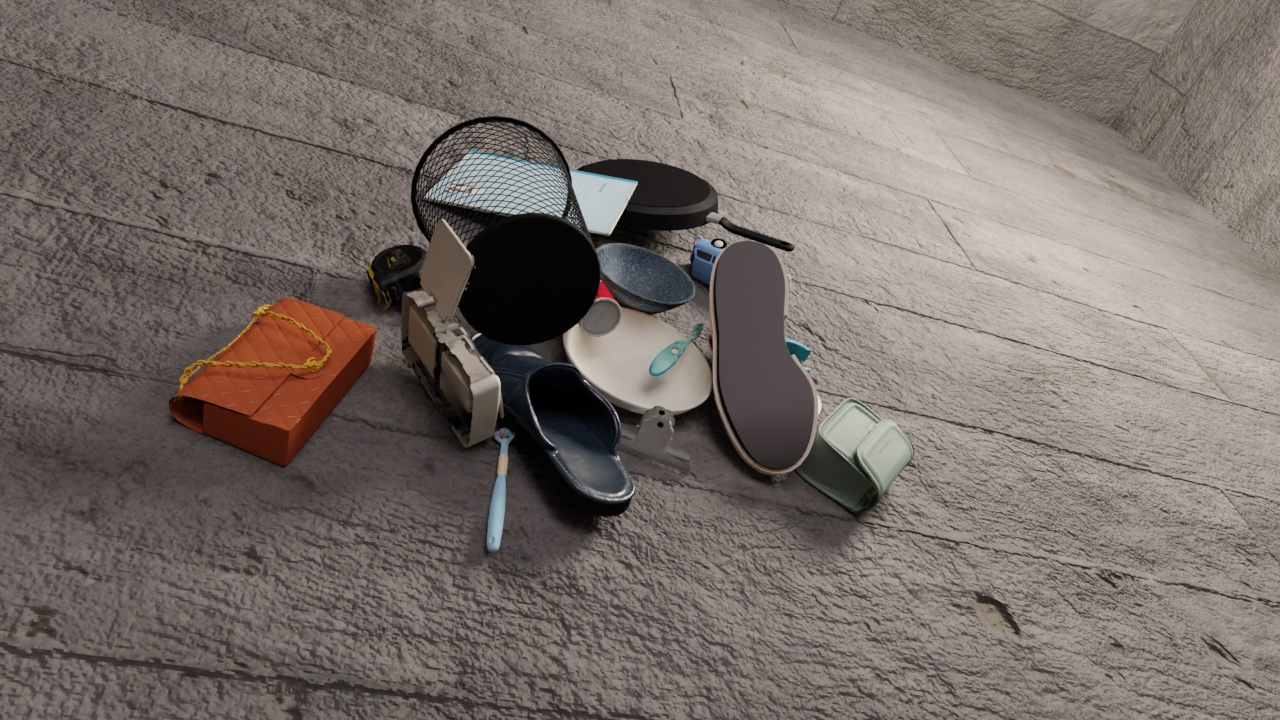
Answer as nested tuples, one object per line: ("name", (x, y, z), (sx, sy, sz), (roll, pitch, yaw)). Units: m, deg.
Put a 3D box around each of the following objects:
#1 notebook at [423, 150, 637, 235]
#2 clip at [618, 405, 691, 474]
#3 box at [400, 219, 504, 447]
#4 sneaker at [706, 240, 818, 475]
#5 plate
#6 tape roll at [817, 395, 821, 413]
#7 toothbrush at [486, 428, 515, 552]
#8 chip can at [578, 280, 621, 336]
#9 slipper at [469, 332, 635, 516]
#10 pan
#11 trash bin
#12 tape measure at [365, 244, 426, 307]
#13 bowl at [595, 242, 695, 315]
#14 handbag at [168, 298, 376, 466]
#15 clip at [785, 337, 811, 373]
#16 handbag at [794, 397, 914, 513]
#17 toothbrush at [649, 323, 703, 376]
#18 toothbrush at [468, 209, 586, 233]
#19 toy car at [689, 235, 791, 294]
("notebook", (-0.145, -0.234, 1.260), (0.253, 0.009, 0.180), (11, 34, 6))
("clip", (0.014, 0.073, 0.969), (0.102, 0.060, 0.052), (21, 15, -6))
("box", (-0.171, -0.024, 0.856), (0.044, 0.185, 0.143), (-23, 61, -31))
("sneaker", (0.131, 0.009, 1.092), (0.111, 0.117, 0.293), (-7, 63, -4))
("plate", (-0.006, 0.006, 1.057), (0.182, 0.034, 0.182), (17, 35, -12))
("tape roll", (0.181, 0.044, 1.143), (0.093, 0.013, 0.092), (17, 35, -13))
("toothbrush", (-0.130, 0.117, 0.850), (0.022, 0.016, 0.154), (-4, 38, 0))
("chip can", (-0.084, -0.104, 1.093), (0.051, 0.052, 0.214), (4, 31, -28))
("slipper", (-0.082, 0.036, 0.913), (0.108, 0.084, 0.265), (2, 35, -43))
("pan", (0.062, -0.228, 1.341), (0.357, 0.034, 0.224), (22, 33, 22))
("trash bin", (-0.138, -0.132, 0.968), (0.184, 0.184, 0.210), (7, 31, -25))
("tape measure", (-0.264, -0.096, 1.011), (0.071, 0.042, 0.072), (-30, 42, -19))
("bowl", (-0.004, -0.089, 1.162), (0.137, 0.057, 0.136), (17, 31, -11))
("handbag", (-0.330, 0.005, 0.840), (0.109, 0.060, 0.171), (20, 34, 0))
("clip", (0.167, -0.005, 1.191), (0.130, 0.030, 0.119), (13, 41, -17))
("handbag", (0.250, 0.106, 1.056), (0.106, 0.067, 0.121), (38, 36, 16))
("toothbrush", (0.043, -0.014, 1.067), (0.022, 0.017, 0.134), (34, 35, 11))
("toothbrush", (-0.150, -0.191, 1.247), (0.167, 0.014, 0.014), (7, 72, -20))
("toy car", (0.136, -0.121, 1.287), (0.153, 0.056, 0.054), (26, 53, 16))
